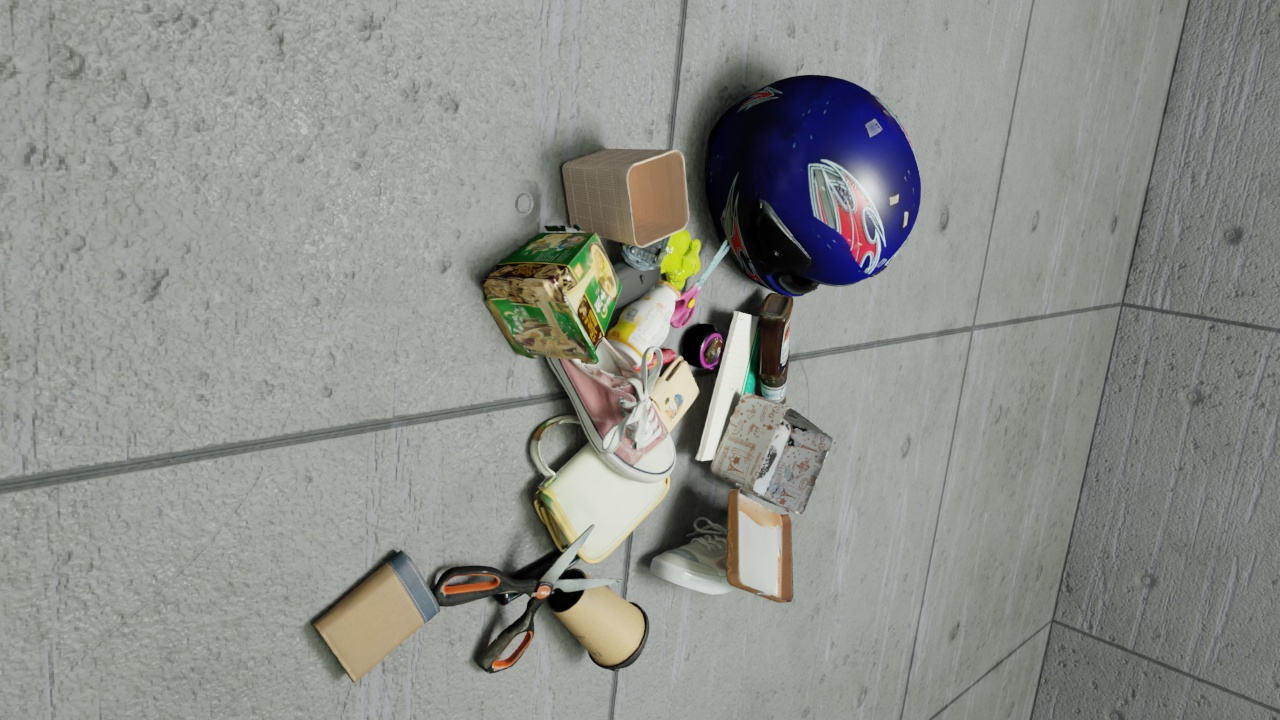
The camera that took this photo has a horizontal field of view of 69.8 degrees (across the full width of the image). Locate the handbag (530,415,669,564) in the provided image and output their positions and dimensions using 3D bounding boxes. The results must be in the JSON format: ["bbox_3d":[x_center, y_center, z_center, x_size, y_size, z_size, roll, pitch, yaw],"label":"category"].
[{"bbox_3d":[-0.063,0.134,1.119,0.163,0.063,0.179,-42,116,-31],"label":"handbag"}]

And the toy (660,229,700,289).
[{"bbox_3d":[0.041,-0.134,1.151,0.096,0.031,0.100,-44,136,-27],"label":"toy"}]

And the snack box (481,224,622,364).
[{"bbox_3d":[-0.085,-0.074,0.982,0.105,0.118,0.117,-56,137,-33],"label":"snack box"}]

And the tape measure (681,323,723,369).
[{"bbox_3d":[0.085,-0.017,1.232,0.057,0.039,0.057,-46,133,-27],"label":"tape measure"}]

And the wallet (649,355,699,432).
[{"bbox_3d":[0.033,0.057,1.210,0.115,0.024,0.087,-49,138,-23],"label":"wallet"}]

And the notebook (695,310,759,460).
[{"bbox_3d":[0.134,0.038,1.299,0.150,0.012,0.209,4,100,-64],"label":"notebook"}]

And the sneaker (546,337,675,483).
[{"bbox_3d":[-0.020,0.051,1.063,0.118,0.088,0.241,-44,116,-28],"label":"sneaker"}]

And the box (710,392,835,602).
[{"bbox_3d":[0.178,0.198,1.297,0.179,0.110,0.259,32,78,-51],"label":"box"}]

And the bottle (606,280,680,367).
[{"bbox_3d":[0.007,-0.046,1.118,0.108,0.063,0.063,-56,136,-18],"label":"bottle"}]

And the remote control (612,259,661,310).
[{"bbox_3d":[-0.027,-0.087,1.080,0.136,0.024,0.053,-29,123,-24],"label":"remote control"}]

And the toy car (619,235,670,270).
[{"bbox_3d":[0.013,-0.162,1.086,0.054,0.037,0.120,23,69,-14],"label":"toy car"}]

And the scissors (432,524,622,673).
[{"bbox_3d":[-0.132,0.276,1.055,0.234,0.021,0.221,12,113,-29],"label":"scissors"}]

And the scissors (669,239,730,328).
[{"bbox_3d":[0.073,-0.102,1.180,0.137,0.017,0.073,-58,151,10],"label":"scissors"}]

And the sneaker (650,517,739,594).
[{"bbox_3d":[0.111,0.280,1.327,0.241,0.090,0.090,14,90,-49],"label":"sneaker"}]

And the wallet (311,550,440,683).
[{"bbox_3d":[-0.270,0.264,0.948,0.115,0.033,0.090,-40,127,-30],"label":"wallet"}]

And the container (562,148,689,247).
[{"bbox_3d":[-0.019,-0.184,1.006,0.089,0.111,0.090,-29,123,-38],"label":"container"}]

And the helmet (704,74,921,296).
[{"bbox_3d":[0.238,-0.209,1.184,0.246,0.241,0.316,-50,135,-21],"label":"helmet"}]

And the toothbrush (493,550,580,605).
[{"bbox_3d":[-0.092,0.248,1.140,0.212,0.026,0.027,-20,105,-43],"label":"toothbrush"}]

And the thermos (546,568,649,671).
[{"bbox_3d":[-0.055,0.327,1.166,0.093,0.093,0.143,-55,128,-19],"label":"thermos"}]

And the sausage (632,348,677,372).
[{"bbox_3d":[-0.007,0.007,1.156,0.155,0.020,0.020,-16,115,-43],"label":"sausage"}]

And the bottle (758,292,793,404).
[{"bbox_3d":[0.195,0.000,1.338,0.079,0.044,0.195,-59,152,-48],"label":"bottle"}]
